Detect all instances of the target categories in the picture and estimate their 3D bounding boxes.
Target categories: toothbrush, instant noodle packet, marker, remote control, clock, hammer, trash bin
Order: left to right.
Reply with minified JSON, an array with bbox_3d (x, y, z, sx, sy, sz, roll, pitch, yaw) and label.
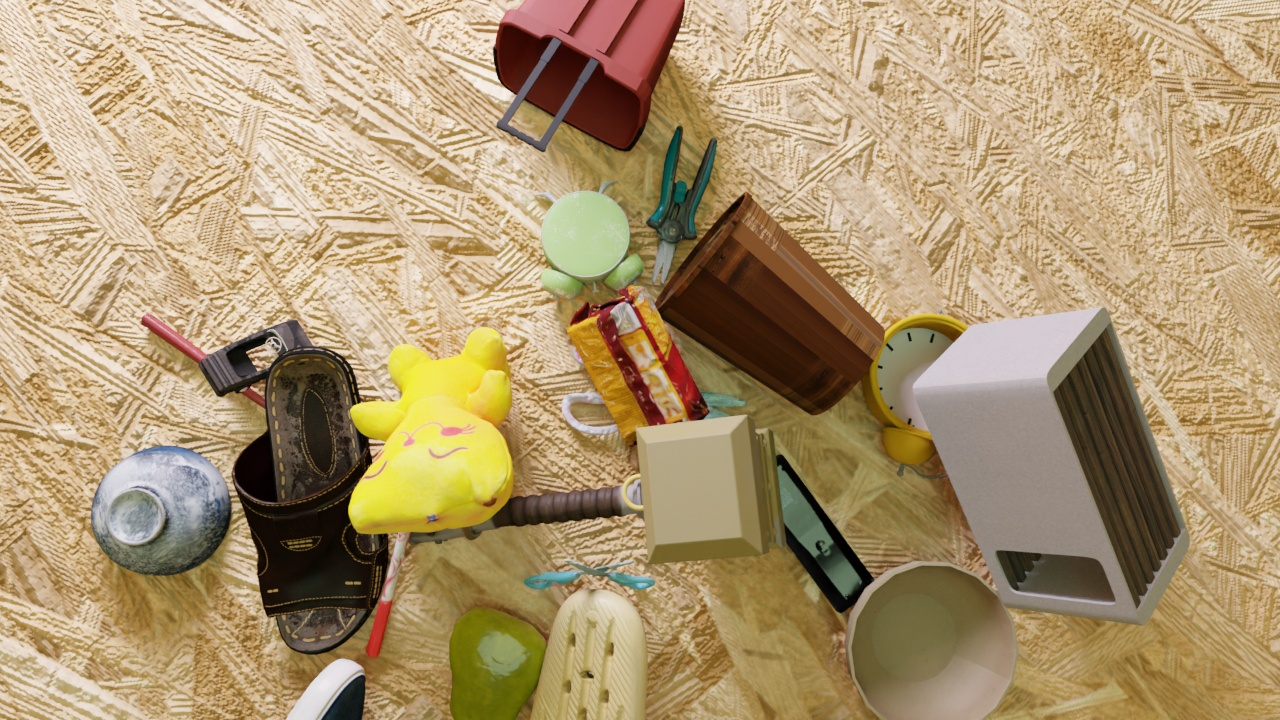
[{"bbox_3d":[-0.366,0.021,0.817,0.190,0.016,0.016,37,89,-1],"label":"toothbrush"},{"bbox_3d":[-0.216,0.195,0.792,0.013,0.012,0.142,17,106,-2],"label":"marker"},{"bbox_3d":[-0.054,0.122,0.771,0.325,0.190,0.100,-8,79,14],"label":"hammer"},{"bbox_3d":[-0.049,-0.103,0.832,0.094,0.042,0.119,-12,88,-3],"label":"clock"},{"bbox_3d":[-0.005,0.005,0.788,0.039,0.099,0.135,-33,98,-43],"label":"instant noodle packet"},{"bbox_3d":[0.156,0.158,0.837,0.047,0.022,0.150,-37,89,-5],"label":"remote control"},{"bbox_3d":[0.264,0.031,0.839,0.113,0.052,0.152,-12,82,-4],"label":"clock"},{"bbox_3d":[0.342,0.087,0.760,0.114,0.115,0.229,-36,107,-34],"label":"trash bin"}]

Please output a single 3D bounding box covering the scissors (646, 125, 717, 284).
[{"bbox_3d":[0.031,-0.148,0.850,0.127,0.019,0.142,-28,95,-10],"label":"scissors"}]

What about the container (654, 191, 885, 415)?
[{"bbox_3d":[0.115,-0.042,0.801,0.167,0.132,0.132,38,85,-6],"label":"container"}]

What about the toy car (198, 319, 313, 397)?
[{"bbox_3d":[-0.331,-0.004,0.797,0.092,0.037,0.040,-31,87,-38],"label":"toy car"}]

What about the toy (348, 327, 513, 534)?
[{"bbox_3d":[-0.165,0.064,0.751,0.134,0.193,0.087,-13,129,4],"label":"toy"}]

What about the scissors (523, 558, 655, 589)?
[{"bbox_3d":[-0.035,0.188,0.792,0.133,0.135,0.015,18,65,-35],"label":"scissors"}]

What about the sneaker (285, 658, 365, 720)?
[{"bbox_3d":[-0.251,0.400,0.757,0.127,0.120,0.294,12,88,10],"label":"sneaker"}]

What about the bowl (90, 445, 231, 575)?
[{"bbox_3d":[-0.419,0.130,0.785,0.114,0.061,0.114,0,85,-3],"label":"bowl"}]

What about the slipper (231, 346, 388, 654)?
[{"bbox_3d":[-0.278,0.123,0.777,0.113,0.076,0.268,-1,95,-4],"label":"slipper"}]

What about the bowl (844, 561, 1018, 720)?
[{"bbox_3d":[0.253,0.253,0.822,0.152,0.050,0.152,0,87,-4],"label":"bowl"}]

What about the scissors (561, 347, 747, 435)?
[{"bbox_3d":[0.013,0.046,0.842,0.179,0.016,0.103,22,84,-5],"label":"scissors"}]

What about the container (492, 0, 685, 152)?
[{"bbox_3d":[-0.058,-0.244,0.798,0.148,0.127,0.200,28,75,-2],"label":"container"}]

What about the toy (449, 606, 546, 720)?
[{"bbox_3d":[-0.131,0.273,0.798,0.090,0.051,0.110,21,88,0],"label":"toy"}]

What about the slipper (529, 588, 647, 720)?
[{"bbox_3d":[-0.039,0.320,0.787,0.111,0.079,0.261,7,93,19],"label":"slipper"}]
